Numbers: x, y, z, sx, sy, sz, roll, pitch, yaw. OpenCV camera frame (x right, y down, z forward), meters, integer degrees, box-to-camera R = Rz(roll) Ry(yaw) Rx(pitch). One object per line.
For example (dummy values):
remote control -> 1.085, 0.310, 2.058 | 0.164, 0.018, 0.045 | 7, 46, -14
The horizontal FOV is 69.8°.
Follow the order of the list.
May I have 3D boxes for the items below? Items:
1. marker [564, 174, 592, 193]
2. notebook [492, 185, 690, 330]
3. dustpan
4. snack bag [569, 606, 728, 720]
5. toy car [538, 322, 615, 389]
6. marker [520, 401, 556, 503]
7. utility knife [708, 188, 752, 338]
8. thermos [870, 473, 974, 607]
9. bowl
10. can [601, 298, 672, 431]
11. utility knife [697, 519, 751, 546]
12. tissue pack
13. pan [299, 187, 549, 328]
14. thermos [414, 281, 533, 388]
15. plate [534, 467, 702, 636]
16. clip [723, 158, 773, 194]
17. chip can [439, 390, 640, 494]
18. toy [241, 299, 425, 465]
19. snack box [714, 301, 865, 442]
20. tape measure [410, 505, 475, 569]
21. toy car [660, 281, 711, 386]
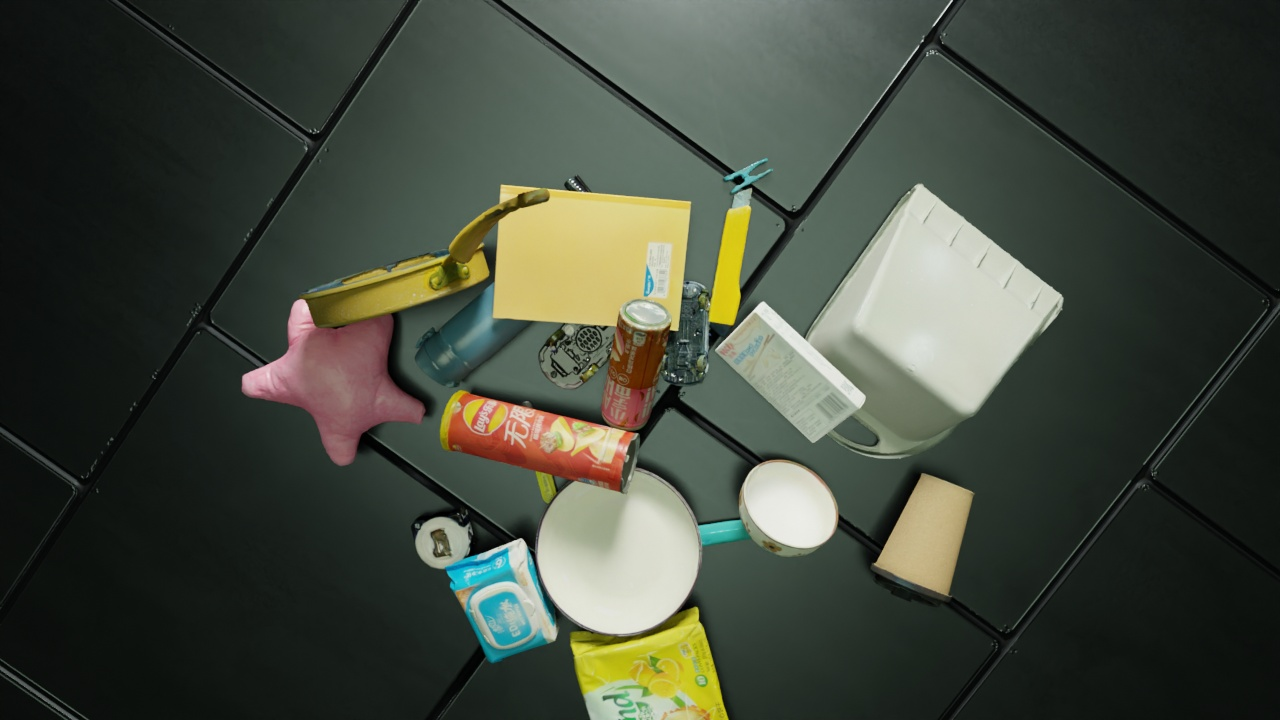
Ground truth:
marker -> -0.036, -0.160, 1.049 | 0.130, 0.018, 0.023 | 45, 113, -2
notebook -> -0.053, -0.109, 0.997 | 0.206, 0.010, 0.146 | 3, 104, -7
dustpan -> 0.311, -0.022, 1.057 | 0.222, 0.143, 0.257 | 38, 66, -2
snack bag -> 0.025, 0.416, 1.074 | 0.158, 0.068, 0.246 | -15, 95, 2
toy car -> -0.050, -0.035, 1.048 | 0.158, 0.042, 0.070 | -43, 93, 1
marker -> -0.120, 0.108, 1.077 | 0.018, 0.015, 0.124 | -14, 93, 0
utility knife -> 0.105, -0.112, 1.050 | 0.033, 0.015, 0.173 | 10, 96, 2
thermos -> 0.324, 0.206, 1.042 | 0.093, 0.093, 0.143 | 22, 86, -1
bowl -> 0.161, 0.176, 1.042 | 0.113, 0.113, 0.062 | 20, 137, 0
can -> -0.006, 0.006, 1.011 | 0.058, 0.057, 0.148 | 12, 126, 0
utility knife -> 0.090, 0.206, 1.081 | 0.160, 0.013, 0.029 | -9, 98, 1
tissue pack -> -0.157, 0.276, 1.055 | 0.090, 0.063, 0.140 | -20, 111, 0
pan -> -0.204, -0.103, 0.916 | 0.358, 0.197, 0.078 | -4, 107, 43
thermos -> -0.159, -0.056, 1.038 | 0.220, 0.070, 0.070 | -39, 93, 4
plate -> -0.024, 0.218, 1.061 | 0.192, 0.039, 0.192 | -1, 85, 7
clip -> 0.122, -0.211, 1.043 | 0.057, 0.014, 0.046 | -26, 92, 3
chip can -> -0.112, 0.091, 1.031 | 0.217, 0.073, 0.073 | 13, 95, 9
toy -> -0.332, 0.017, 1.048 | 0.194, 0.074, 0.178 | 37, 85, -5
snack box -> 0.166, 0.015, 1.027 | 0.157, 0.026, 0.085 | 44, 135, 2
tape measure -> -0.230, 0.210, 1.080 | 0.066, 0.033, 0.066 | -15, 94, 4
toy car -> 0.052, -0.030, 1.047 | 0.054, 0.036, 0.120 | 1, 89, 20
